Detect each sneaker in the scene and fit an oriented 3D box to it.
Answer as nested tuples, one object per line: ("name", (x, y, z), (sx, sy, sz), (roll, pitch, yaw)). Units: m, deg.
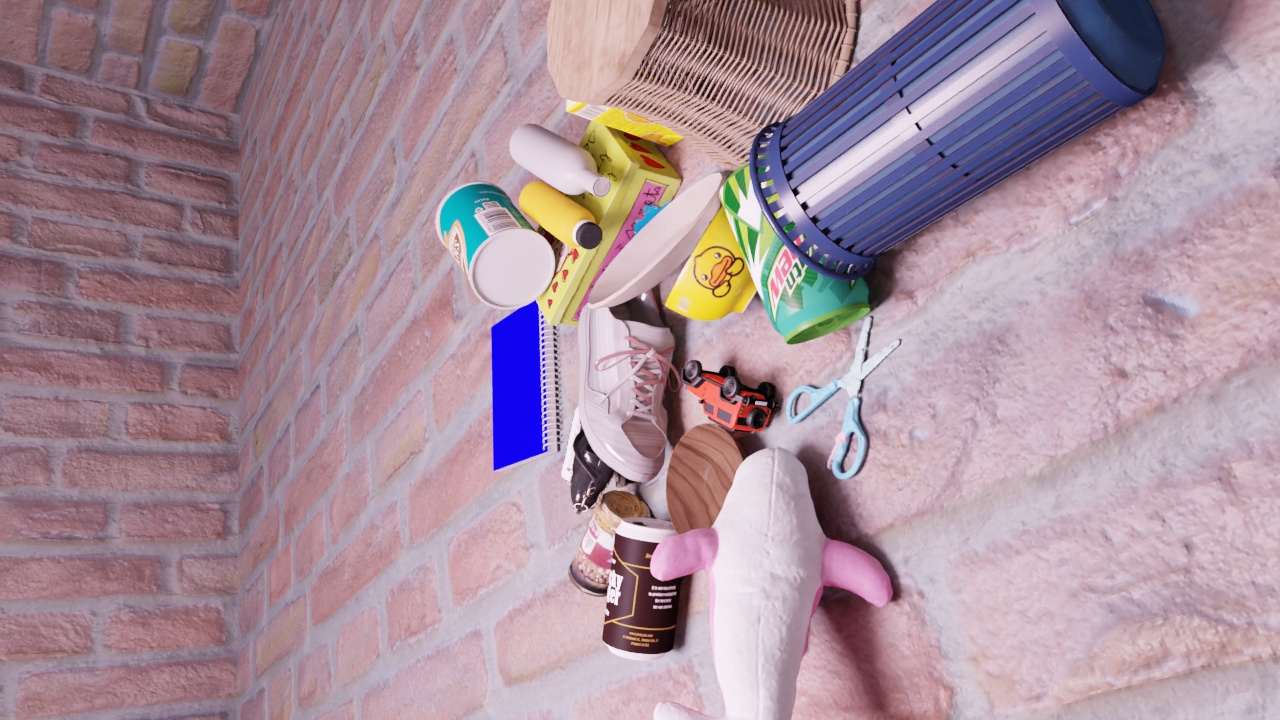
("sneaker", (-0.006, 0.006, 0.947), (0.090, 0.099, 0.235), (-52, 39, 45))

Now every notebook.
("notebook", (-0.156, 0.032, 1.228), (0.172, 0.022, 0.209), (-24, 65, 53))

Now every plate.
("plate", (0.022, -0.113, 0.921), (0.189, 0.027, 0.188), (-42, 15, 14))

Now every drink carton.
("drink carton", (-0.011, -0.276, 0.970), (0.043, 0.134, 0.058), (-14, 71, 51))

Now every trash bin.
("trash bin", (0.209, -0.172, 0.631), (0.250, 0.139, 0.139), (-33, 58, 46))

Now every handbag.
("handbag", (-0.054, 0.109, 0.978), (0.128, 0.054, 0.079), (-90, 20, -72))

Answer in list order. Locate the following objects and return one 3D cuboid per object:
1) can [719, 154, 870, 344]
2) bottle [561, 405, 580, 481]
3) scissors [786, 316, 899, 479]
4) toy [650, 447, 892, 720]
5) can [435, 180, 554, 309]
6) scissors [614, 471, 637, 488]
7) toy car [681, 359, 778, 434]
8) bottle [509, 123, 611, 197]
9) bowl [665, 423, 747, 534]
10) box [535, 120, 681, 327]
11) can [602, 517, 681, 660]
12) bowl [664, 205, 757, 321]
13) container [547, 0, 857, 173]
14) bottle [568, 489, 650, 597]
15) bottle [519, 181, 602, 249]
("can", (0.128, -0.093, 0.758), (0.083, 0.082, 0.144), (-34, 73, 48))
("bottle", (-0.061, 0.084, 1.061), (0.041, 0.041, 0.116), (23, 103, 55))
("scissors", (0.165, 0.025, 0.773), (0.118, 0.015, 0.139), (17, 92, 54))
("toy", (0.103, 0.201, 0.739), (0.128, 0.187, 0.264), (81, -164, -53))
("can", (-0.172, -0.137, 1.076), (0.144, 0.099, 0.099), (50, 124, 48))
("scissors", (-0.015, 0.043, 1.024), (0.140, 0.015, 0.189), (34, 112, 54))
("toy car", (0.080, 0.034, 0.854), (0.100, 0.051, 0.049), (26, 103, 54))
("bottle", (-0.085, -0.216, 1.011), (0.195, 0.052, 0.052), (41, 117, 52))
("bowl", (0.072, 0.120, 0.868), (0.120, 0.032, 0.119), (-15, 72, 54))
("box", (-0.051, -0.156, 1.058), (0.222, 0.079, 0.124), (-60, 40, 32))
("can", (0.004, 0.226, 0.913), (0.072, 0.071, 0.128), (6, 89, 56))
("bowl", (0.080, -0.085, 0.846), (0.117, 0.067, 0.117), (-59, -2, -5))
("container", (0.046, -0.304, 0.837), (0.227, 0.195, 0.226), (-15, 72, 54))
("bottle", (-0.034, 0.197, 0.987), (0.056, 0.056, 0.105), (52, 126, 46))
("bottle", (-0.086, -0.157, 1.006), (0.143, 0.043, 0.043), (40, 117, 50))
